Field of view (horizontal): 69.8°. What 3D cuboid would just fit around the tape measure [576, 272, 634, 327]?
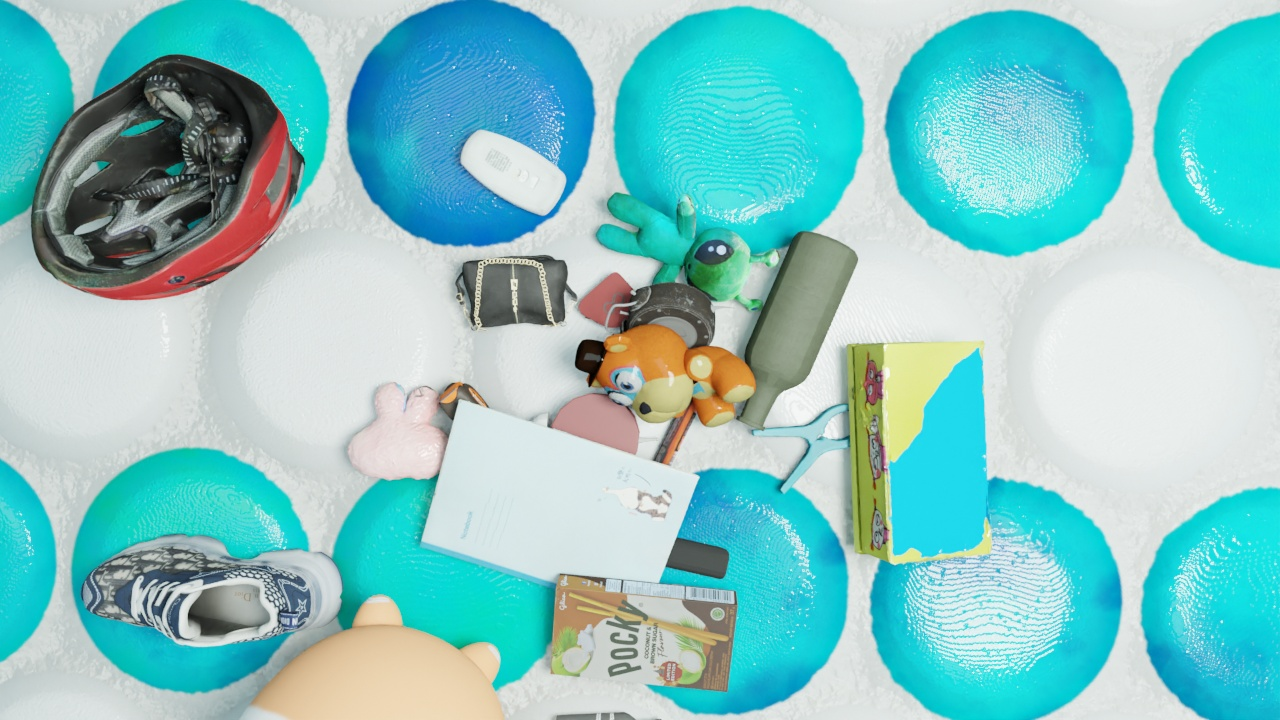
[{"bbox_3d":[-0.031,-0.058,0.982,0.059,0.019,0.051,-41,91,7],"label":"tape measure"}]

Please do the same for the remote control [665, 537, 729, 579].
[{"bbox_3d":[0.021,0.203,0.980,0.147,0.015,0.033,12,90,2],"label":"remote control"}]

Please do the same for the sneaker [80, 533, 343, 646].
[{"bbox_3d":[-0.455,0.244,0.937,0.269,0.132,0.103,2,91,3],"label":"sneaker"}]

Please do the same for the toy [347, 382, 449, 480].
[{"bbox_3d":[-0.252,0.076,0.974,0.108,0.053,0.105,4,79,2],"label":"toy"}]

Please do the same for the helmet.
[{"bbox_3d":[-0.470,-0.171,0.920,0.272,0.167,0.217,-38,74,-4],"label":"helmet"}]

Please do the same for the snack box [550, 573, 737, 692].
[{"bbox_3d":[0.003,0.284,0.959,0.186,0.031,0.101,5,105,2],"label":"snack box"}]

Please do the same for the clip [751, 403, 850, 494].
[{"bbox_3d":[0.180,0.074,0.972,0.120,0.027,0.103,-24,91,2],"label":"clip"}]

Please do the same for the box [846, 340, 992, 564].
[{"bbox_3d":[0.281,0.090,0.931,0.124,0.080,0.221,-4,92,-15],"label":"box"}]

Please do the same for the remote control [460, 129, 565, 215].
[{"bbox_3d":[-0.137,-0.202,0.981,0.114,0.028,0.060,29,91,2],"label":"remote control"}]

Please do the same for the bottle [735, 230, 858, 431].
[{"bbox_3d":[0.154,-0.027,0.950,0.071,0.071,0.207,23,90,2],"label":"bottle"}]

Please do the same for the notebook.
[{"bbox_3d":[-0.088,0.157,0.949,0.253,0.009,0.181,18,111,-2],"label":"notebook"}]

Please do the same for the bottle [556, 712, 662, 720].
[{"bbox_3d":[-0.032,0.389,0.973,0.113,0.030,0.030,-3,89,2],"label":"bottle"}]

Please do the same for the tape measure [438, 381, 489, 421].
[{"bbox_3d":[-0.187,0.051,0.966,0.038,0.059,0.058,-40,111,1],"label":"tape measure"}]

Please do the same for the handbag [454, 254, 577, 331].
[{"bbox_3d":[-0.131,-0.071,0.975,0.128,0.054,0.079,-1,100,-1],"label":"handbag"}]

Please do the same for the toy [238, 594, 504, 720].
[{"bbox_3d":[-0.254,0.382,0.876,0.262,0.266,0.280,29,61,-13],"label":"toy"}]

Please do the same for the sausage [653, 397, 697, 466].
[{"bbox_3d":[0.049,0.059,0.978,0.020,0.020,0.155,27,90,2],"label":"sausage"}]

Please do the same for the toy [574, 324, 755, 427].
[{"bbox_3d":[0.022,0.013,0.916,0.176,0.112,0.096,23,59,-2],"label":"toy"}]

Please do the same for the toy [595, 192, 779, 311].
[{"bbox_3d":[0.049,-0.116,0.958,0.193,0.072,0.131,25,129,5],"label":"toy"}]

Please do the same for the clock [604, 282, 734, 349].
[{"bbox_3d":[0.027,-0.043,0.948,0.123,0.091,0.043,13,49,-7],"label":"clock"}]

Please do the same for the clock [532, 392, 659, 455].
[{"bbox_3d":[-0.057,0.085,0.966,0.137,0.048,0.096,-28,89,1],"label":"clock"}]
